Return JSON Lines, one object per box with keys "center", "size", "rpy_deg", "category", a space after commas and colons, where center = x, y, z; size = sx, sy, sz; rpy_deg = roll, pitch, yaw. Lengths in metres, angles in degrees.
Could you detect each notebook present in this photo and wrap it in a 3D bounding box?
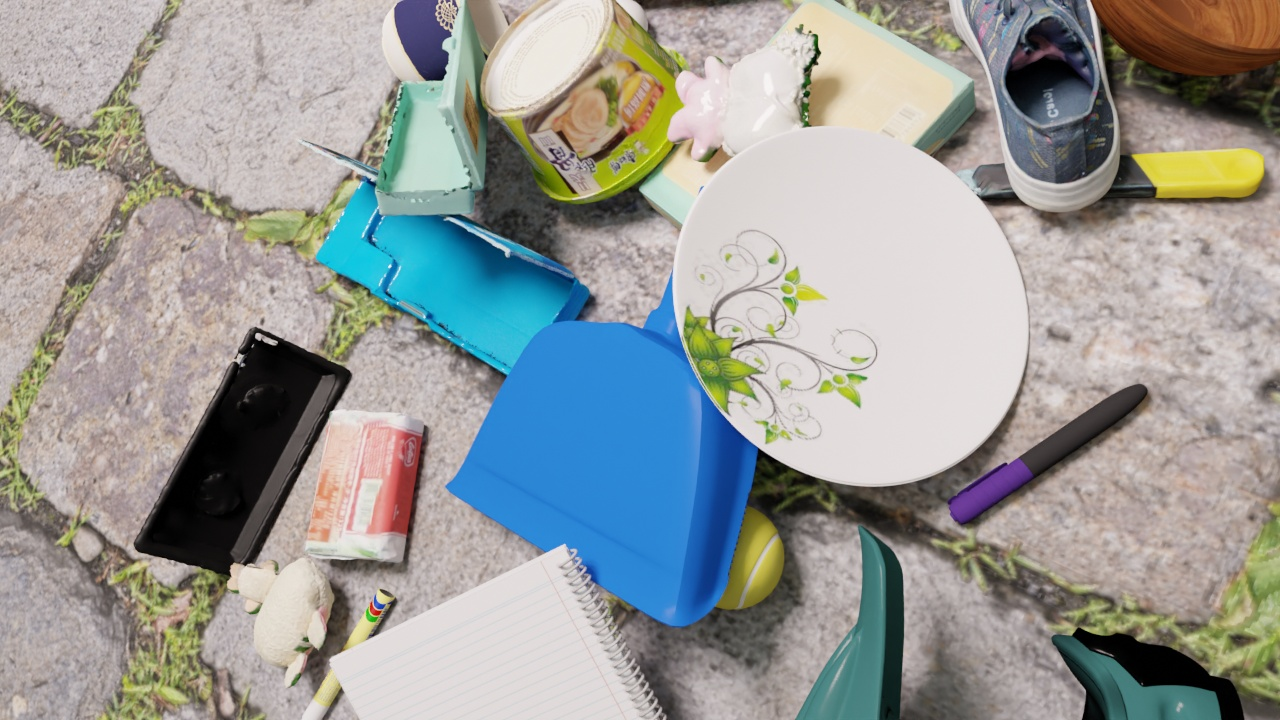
{"center": [-0.059, 0.254, 0.553], "size": [0.178, 0.013, 0.245], "rpy_deg": [-28, 91, 13], "category": "notebook"}

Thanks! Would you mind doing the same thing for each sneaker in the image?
{"center": [0.250, -0.210, 0.579], "size": [0.087, 0.079, 0.235], "rpy_deg": [-11, 63, 17], "category": "sneaker"}

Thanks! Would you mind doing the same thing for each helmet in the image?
{"center": [0.153, 0.230, 0.435], "size": [0.200, 0.176, 0.274], "rpy_deg": [8, 80, 22], "category": "helmet"}

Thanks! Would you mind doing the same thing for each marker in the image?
{"center": [0.241, 0.055, 0.546], "size": [0.134, 0.015, 0.018], "rpy_deg": [-37, 36, 8], "category": "marker"}
{"center": [-0.224, 0.231, 0.684], "size": [0.014, 0.014, 0.132], "rpy_deg": [29, 87, 27], "category": "marker"}

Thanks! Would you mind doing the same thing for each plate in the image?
{"center": [0.129, -0.035, 0.570], "size": [0.229, 0.030, 0.229], "rpy_deg": [3, 75, -10], "category": "plate"}

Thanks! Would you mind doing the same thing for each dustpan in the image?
{"center": [-0.003, 0.004, 0.600], "size": [0.246, 0.059, 0.257], "rpy_deg": [18, 90, 45], "category": "dustpan"}

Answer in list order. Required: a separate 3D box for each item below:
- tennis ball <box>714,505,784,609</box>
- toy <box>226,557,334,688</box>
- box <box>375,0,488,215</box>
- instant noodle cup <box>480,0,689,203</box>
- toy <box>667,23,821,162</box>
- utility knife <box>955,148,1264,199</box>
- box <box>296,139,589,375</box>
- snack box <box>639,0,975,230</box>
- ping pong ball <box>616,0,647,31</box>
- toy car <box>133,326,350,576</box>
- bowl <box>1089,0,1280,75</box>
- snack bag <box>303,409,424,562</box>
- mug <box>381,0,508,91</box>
{"center": [0.057, 0.122, 0.572], "size": [0.065, 0.065, 0.065], "rpy_deg": [-7, 72, 20], "category": "tennis ball"}
{"center": [-0.265, 0.190, 0.690], "size": [0.112, 0.050, 0.087], "rpy_deg": [36, 107, 38], "category": "toy"}
{"center": [-0.148, -0.192, 0.664], "size": [0.077, 0.093, 0.187], "rpy_deg": [-1, 40, -6], "category": "box"}
{"center": [-0.044, -0.199, 0.675], "size": [0.146, 0.098, 0.146], "rpy_deg": [-20, 52, 27], "category": "instant noodle cup"}
{"center": [0.070, -0.172, 0.621], "size": [0.109, 0.041, 0.095], "rpy_deg": [5, 88, 27], "category": "toy"}
{"center": [0.288, -0.115, 0.575], "size": [0.173, 0.020, 0.028], "rpy_deg": [4, 68, 23], "category": "utility knife"}
{"center": [-0.170, -0.083, 0.701], "size": [0.243, 0.115, 0.094], "rpy_deg": [29, 86, 27], "category": "box"}
{"center": [0.113, -0.149, 0.644], "size": [0.193, 0.044, 0.141], "rpy_deg": [-48, 62, 2], "category": "snack box"}
{"center": [-0.014, -0.269, 0.736], "size": [0.040, 0.040, 0.040], "rpy_deg": [-7, 72, 20], "category": "ping pong ball"}
{"center": [-0.330, 0.068, 0.748], "size": [0.071, 0.094, 0.191], "rpy_deg": [21, 83, 47], "category": "toy car"}
{"center": [0.327, -0.225, 0.556], "size": [0.147, 0.069, 0.147], "rpy_deg": [3, 69, -8], "category": "bowl"}
{"center": [-0.212, 0.097, 0.708], "size": [0.077, 0.036, 0.115], "rpy_deg": [-1, 74, 23], "category": "snack bag"}
{"center": [-0.167, -0.281, 0.787], "size": [0.089, 0.086, 0.111], "rpy_deg": [-20, 32, 18], "category": "mug"}
